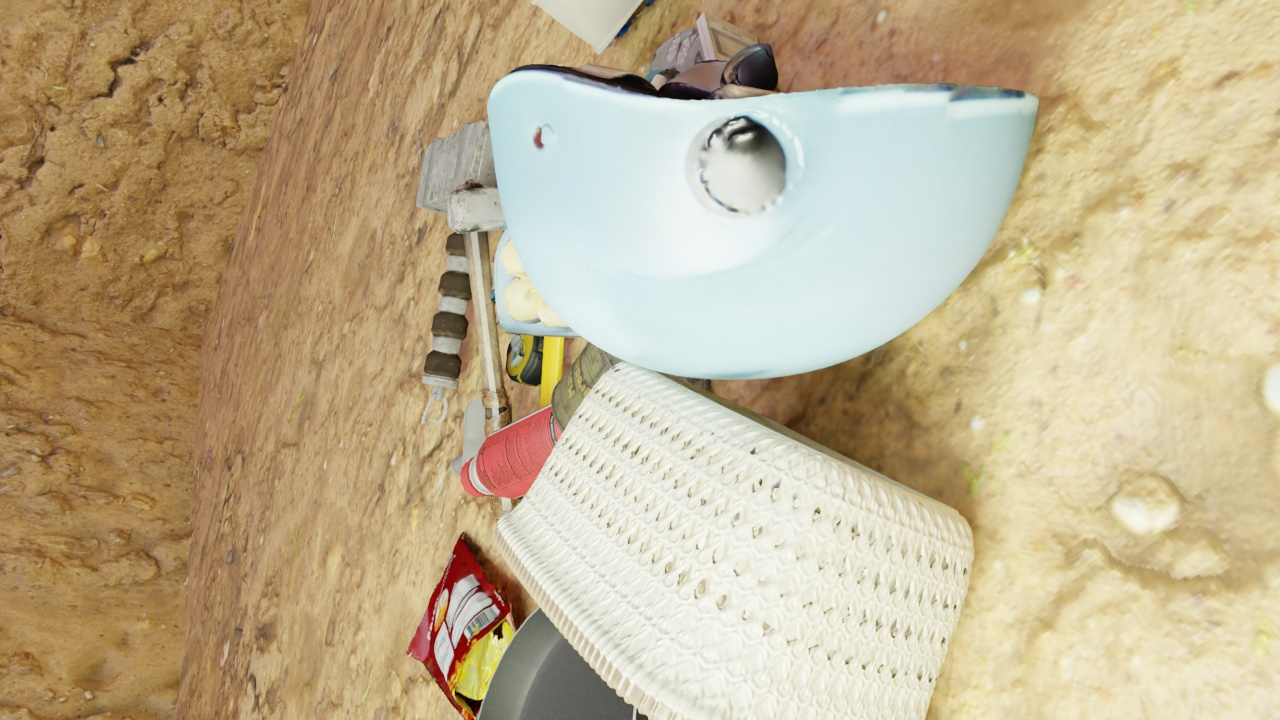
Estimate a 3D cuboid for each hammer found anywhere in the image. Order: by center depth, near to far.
[{"bbox_3d":[-0.138,-0.003,0.838,0.121,0.049,0.319,-163,66,-72],"label":"hammer"},{"bbox_3d":[-0.199,-0.090,1.002,0.177,0.079,0.326,5,84,58],"label":"hammer"}]

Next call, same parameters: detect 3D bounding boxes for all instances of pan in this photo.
[{"bbox_3d":[-0.052,0.208,0.701,0.205,0.044,0.354,-36,39,39],"label":"pan"}]

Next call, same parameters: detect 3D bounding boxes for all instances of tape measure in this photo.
[{"bbox_3d":[-0.105,-0.007,0.868,0.062,0.034,0.061,-50,39,32],"label":"tape measure"}]

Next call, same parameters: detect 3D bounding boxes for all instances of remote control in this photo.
[{"bbox_3d":[0.072,-0.184,0.631,0.011,0.050,0.135,-42,47,44],"label":"remote control"}]

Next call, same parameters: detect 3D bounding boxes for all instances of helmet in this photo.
[{"bbox_3d":[0.059,-0.076,0.471,0.266,0.225,0.167,0,104,21],"label":"helmet"}]

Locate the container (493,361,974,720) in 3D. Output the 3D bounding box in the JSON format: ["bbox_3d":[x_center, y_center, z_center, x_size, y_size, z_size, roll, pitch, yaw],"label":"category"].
[{"bbox_3d":[0.044,0.099,0.475,0.246,0.184,0.143,27,94,57],"label":"container"}]

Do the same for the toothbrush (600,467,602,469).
[{"bbox_3d":[-0.004,0.004,0.730,0.016,0.018,0.183,38,115,57],"label":"toothbrush"}]

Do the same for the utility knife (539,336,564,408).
[{"bbox_3d":[-0.079,0.026,0.818,0.030,0.017,0.151,15,107,45],"label":"utility knife"}]

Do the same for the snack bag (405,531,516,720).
[{"bbox_3d":[-0.173,0.254,0.872,0.208,0.066,0.139,13,86,60],"label":"snack bag"}]

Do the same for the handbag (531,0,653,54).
[{"bbox_3d":[-0.003,-0.379,0.798,0.201,0.093,0.199,-39,29,46],"label":"handbag"}]

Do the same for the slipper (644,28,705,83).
[{"bbox_3d":[0.041,-0.162,0.675,0.098,0.054,0.268,-48,44,36],"label":"slipper"}]

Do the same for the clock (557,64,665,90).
[{"bbox_3d":[-0.027,-0.110,0.620,0.073,0.125,0.161,4,102,39],"label":"clock"}]

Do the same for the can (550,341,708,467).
[{"bbox_3d":[-0.009,0.022,0.656,0.075,0.089,0.089,-52,41,35],"label":"can"}]

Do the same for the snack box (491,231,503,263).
[{"bbox_3d":[-0.082,-0.151,0.856,0.087,0.034,0.151,19,86,58],"label":"snack box"}]

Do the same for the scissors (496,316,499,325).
[{"bbox_3d":[-0.102,-0.071,0.874,0.141,0.014,0.175,-60,31,0],"label":"scissors"}]

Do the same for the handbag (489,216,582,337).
[{"bbox_3d":[-0.056,-0.111,0.739,0.118,0.122,0.191,49,-133,-73],"label":"handbag"}]

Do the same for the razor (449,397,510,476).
[{"bbox_3d":[-0.172,0.097,0.942,0.116,0.047,0.088,-37,50,57],"label":"razor"}]

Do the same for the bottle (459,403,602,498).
[{"bbox_3d":[-0.088,0.076,0.753,0.177,0.062,0.062,-26,58,42],"label":"bottle"}]
